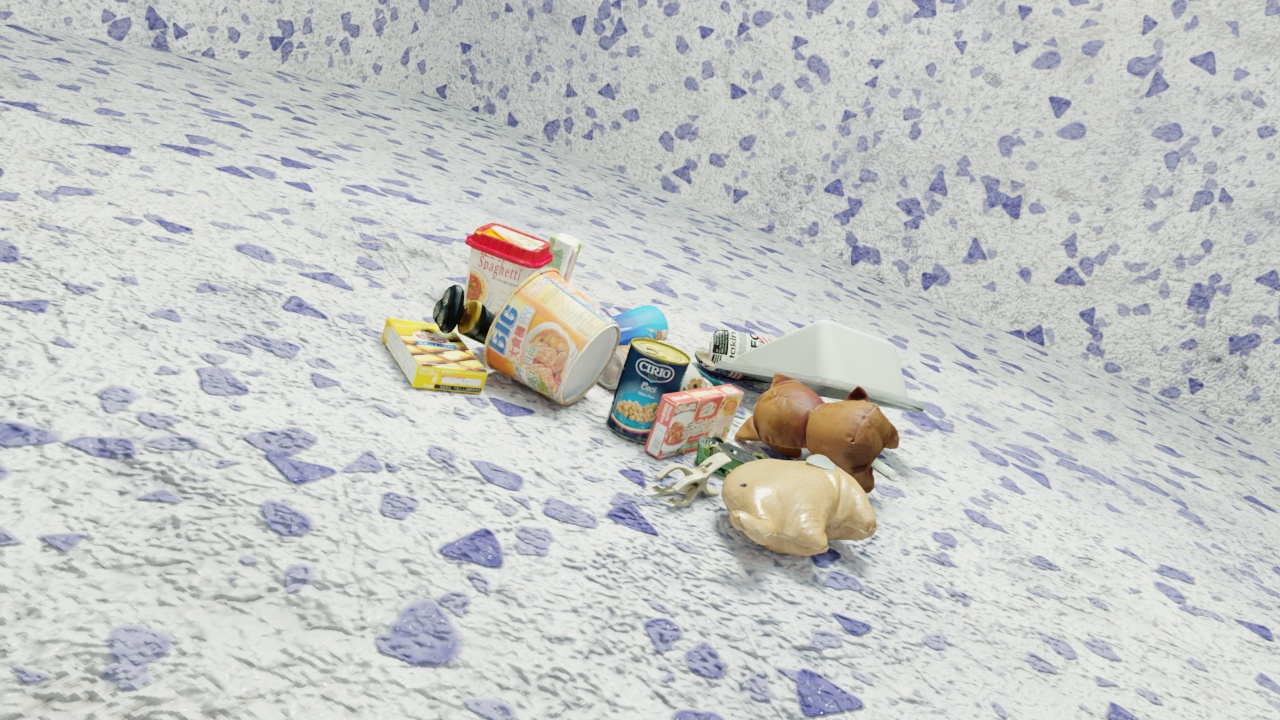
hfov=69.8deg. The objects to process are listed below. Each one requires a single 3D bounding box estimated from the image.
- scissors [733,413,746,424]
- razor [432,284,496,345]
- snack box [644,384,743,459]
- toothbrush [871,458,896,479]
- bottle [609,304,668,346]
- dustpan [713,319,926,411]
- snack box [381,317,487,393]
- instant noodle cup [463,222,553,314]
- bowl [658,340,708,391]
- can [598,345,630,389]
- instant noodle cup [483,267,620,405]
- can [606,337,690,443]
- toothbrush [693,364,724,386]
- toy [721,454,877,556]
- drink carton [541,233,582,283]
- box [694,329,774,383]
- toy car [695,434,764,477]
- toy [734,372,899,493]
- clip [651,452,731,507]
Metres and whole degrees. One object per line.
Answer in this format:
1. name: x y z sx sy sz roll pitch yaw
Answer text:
1. scissors: 0.089 0.056 1.303 0.134 0.017 0.113 21 12 -10
2. razor: -0.200 -0.041 1.164 0.068 0.062 0.167 2 -16 29
3. snack box: 0.068 0.073 1.125 0.025 0.075 0.152 30 20 31
4. toothbrush: 0.301 0.117 1.333 0.020 0.029 0.189 -35 43 -15
5. bottle: -0.056 -0.030 1.293 0.218 0.065 0.065 -16 37 -41
6. dustpan: 0.277 0.043 1.342 0.222 0.259 0.142 15 58 -34
7. snack box: -0.249 -0.007 1.102 0.086 0.034 0.140 8 19 -34
8. instant noodle cup: -0.202 -0.125 1.348 0.116 0.124 0.116 20 18 4
9. bowl: 0.032 0.036 1.189 0.062 0.113 0.113 -37 46 -18
10. can: -0.008 0.007 1.268 0.058 0.059 0.116 31 21 32
11. instant noodle cup: -0.103 -0.023 1.134 0.111 0.152 0.151 34 21 16
12. can: 0.008 0.038 1.112 0.075 0.111 0.075 17 16 -5
13. toothbrush: 0.074 0.005 1.436 0.018 0.016 0.192 15 16 -46
14. toy: 0.147 0.154 0.963 0.225 0.082 0.143 -3 20 -45
15. drink carton: -0.134 -0.138 1.463 0.045 0.123 0.053 25 18 11
16. box: 0.163 0.001 1.477 0.162 0.076 0.088 9 -15 -31
17. toy car: 0.109 0.120 1.095 0.091 0.036 0.043 21 17 7
18. toy: 0.227 0.090 1.183 0.200 0.131 0.139 18 53 33
19. clip: 0.057 0.132 1.002 0.035 0.072 0.100 31 27 35
